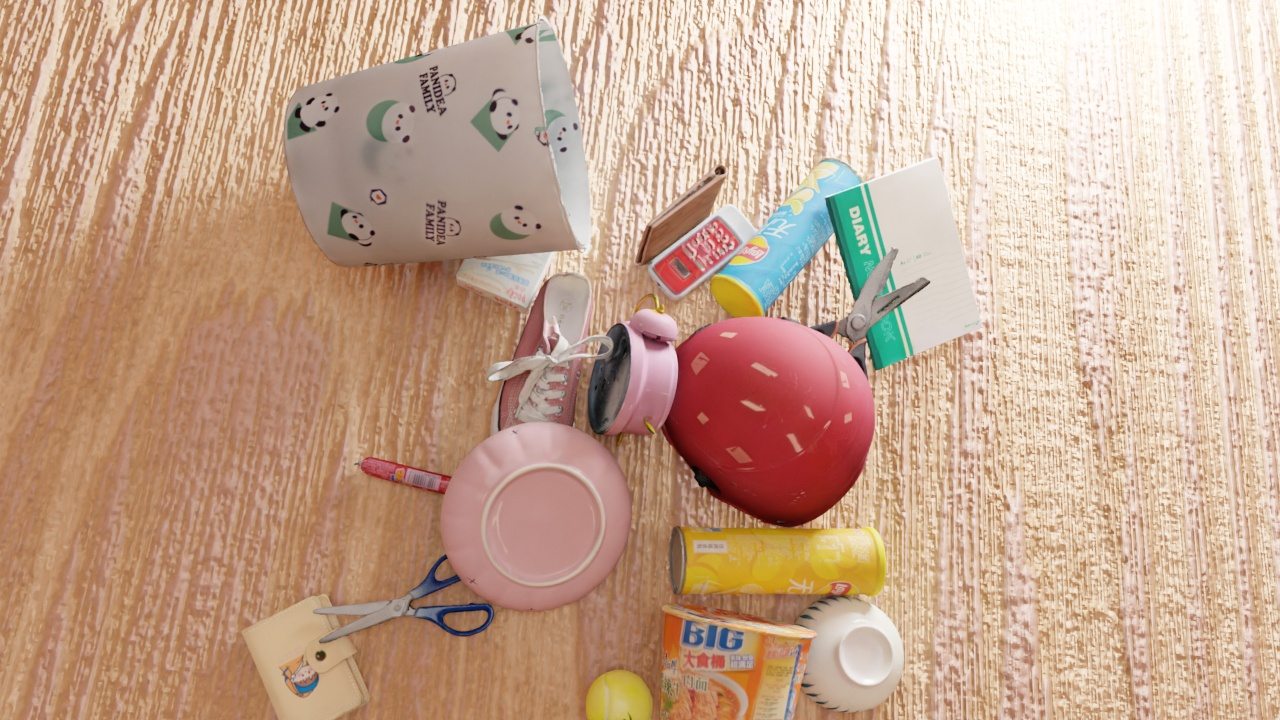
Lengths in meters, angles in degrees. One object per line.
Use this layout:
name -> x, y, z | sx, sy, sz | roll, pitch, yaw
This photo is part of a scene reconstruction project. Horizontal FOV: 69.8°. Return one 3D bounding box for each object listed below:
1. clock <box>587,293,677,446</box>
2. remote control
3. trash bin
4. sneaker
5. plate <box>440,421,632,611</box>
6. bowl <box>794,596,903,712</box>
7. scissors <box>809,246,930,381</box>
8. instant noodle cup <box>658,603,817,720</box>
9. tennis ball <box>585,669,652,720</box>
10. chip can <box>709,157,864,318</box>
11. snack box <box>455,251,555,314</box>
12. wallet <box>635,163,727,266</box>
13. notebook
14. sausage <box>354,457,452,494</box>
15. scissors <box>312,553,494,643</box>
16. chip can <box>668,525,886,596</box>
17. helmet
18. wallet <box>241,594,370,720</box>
clock -> -0.006, 0.006, 0.955 | 0.059, 0.117, 0.158 | 11, 74, -20
remote control -> 0.072, -0.125, 1.054 | 0.135, 0.020, 0.056 | -38, 82, -17
trash bin -> -0.193, -0.200, 0.912 | 0.252, 0.229, 0.229 | -8, 75, 6
sneaker -> -0.097, 0.013, 0.949 | 0.118, 0.088, 0.240 | 15, 75, -5
plate -> -0.098, 0.158, 0.901 | 0.192, 0.039, 0.192 | -1, 94, -15
bowl -> 0.216, 0.298, 0.932 | 0.116, 0.066, 0.116 | 2, 74, -9
scissors -> 0.230, -0.023, 1.027 | 0.189, 0.015, 0.224 | 0, 89, 0
instant noodle cup -> 0.086, 0.301, 0.874 | 0.151, 0.151, 0.111 | 11, 81, -6
tennis ball -> -0.021, 0.332, 0.883 | 0.065, 0.066, 0.065 | 2, 74, -9
chip can -> 0.170, -0.139, 1.047 | 0.071, 0.071, 0.209 | 41, 72, 4
snack box -> -0.134, -0.137, 1.020 | 0.084, 0.027, 0.156 | 23, 72, -2
wallet -> 0.043, -0.159, 1.017 | 0.115, 0.101, 0.020 | -41, 81, -16
notebook -> 0.304, -0.111, 1.054 | 0.150, 0.012, 0.209 | -21, 100, -14
sausage -> -0.215, 0.123, 0.936 | 0.156, 0.020, 0.020 | 14, 72, -5
scissors -> -0.223, 0.247, 0.895 | 0.144, 0.012, 0.169 | 46, 67, 1
chip can -> 0.139, 0.206, 0.942 | 0.213, 0.072, 0.072 | 2, 74, -9
helmet -> 0.129, 0.045, 0.936 | 0.240, 0.144, 0.206 | 30, 79, 9
wallet -> -0.314, 0.289, 0.871 | 0.087, 0.024, 0.115 | -25, 78, -17
